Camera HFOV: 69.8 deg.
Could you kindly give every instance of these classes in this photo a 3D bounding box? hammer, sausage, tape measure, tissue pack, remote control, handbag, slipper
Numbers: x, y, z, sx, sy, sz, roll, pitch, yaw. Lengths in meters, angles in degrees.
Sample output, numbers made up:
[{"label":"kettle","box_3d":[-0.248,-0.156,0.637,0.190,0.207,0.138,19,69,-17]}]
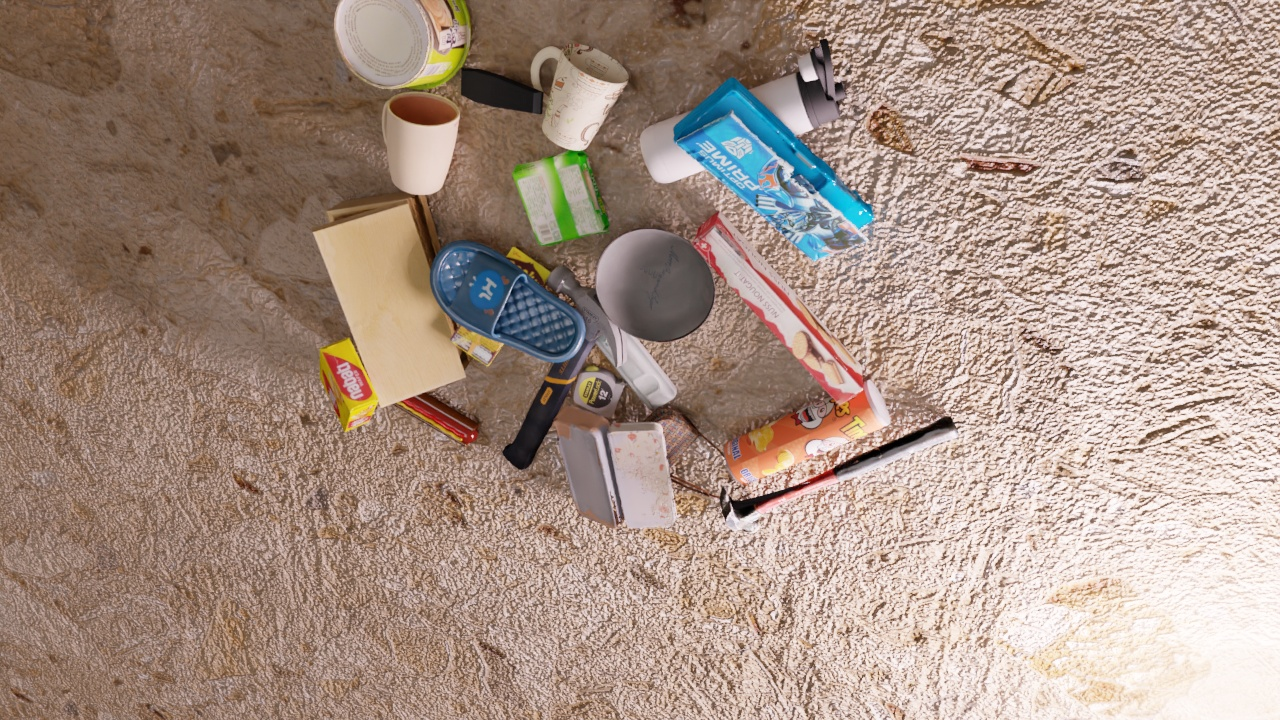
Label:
[{"label":"hammer","box_3d":[0.253,0.147,1.199,0.327,0.036,0.140,-26,150,17]},{"label":"hammer","box_3d":[-0.119,0.031,1.247,0.139,0.035,0.313,39,124,12]},{"label":"sausage","box_3d":[-0.303,0.072,1.320,0.155,0.040,0.040,31,119,-3]},{"label":"tape measure","box_3d":[-0.056,0.041,1.256,0.065,0.016,0.064,22,119,2]},{"label":"tissue pack","box_3d":[-0.096,-0.199,1.134,0.100,0.034,0.114,-9,114,21]},{"label":"remote control","box_3d":[-0.166,-0.316,1.080,0.125,0.010,0.039,22,122,27]},{"label":"remote control","box_3d":[-0.007,0.007,1.224,0.050,0.022,0.133,-32,105,25]},{"label":"handbag","box_3d":[0.081,0.141,1.272,0.195,0.043,0.094,33,116,-14]},{"label":"slipper","box_3d":[-0.169,-0.068,1.146,0.213,0.059,0.104,32,95,-2]}]

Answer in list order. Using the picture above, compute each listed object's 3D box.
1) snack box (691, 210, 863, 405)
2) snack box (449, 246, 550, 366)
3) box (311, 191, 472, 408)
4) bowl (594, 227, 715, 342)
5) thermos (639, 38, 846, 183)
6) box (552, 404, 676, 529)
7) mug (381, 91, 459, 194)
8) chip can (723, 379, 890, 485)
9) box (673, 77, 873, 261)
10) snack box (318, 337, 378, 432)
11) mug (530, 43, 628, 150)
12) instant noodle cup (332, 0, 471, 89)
[{"label":"snack box","box_3d":[0.171,-0.064,1.115,0.044,0.076,0.273,-39,102,24]},{"label":"snack box","box_3d":[-0.181,-0.070,1.190,0.061,0.025,0.149,34,92,-5]},{"label":"box","box_3d":[-0.319,-0.084,1.205,0.141,0.148,0.249,-11,115,6]},{"label":"bowl","box_3d":[0.021,-0.101,1.141,0.151,0.056,0.151,4,116,9]},{"label":"thermos","box_3d":[0.109,-0.273,1.017,0.230,0.068,0.101,-16,148,20]},{"label":"box","box_3d":[-0.032,0.153,1.252,0.157,0.063,0.217,2,135,11]},{"label":"mug","box_3d":[-0.279,-0.270,1.124,0.111,0.085,0.105,39,135,24]},{"label":"chip can","box_3d":[0.213,0.096,1.192,0.211,0.062,0.062,-27,107,24]},{"label":"box","box_3d":[0.150,-0.194,1.007,0.243,0.066,0.091,33,128,-31]},{"label":"snack box","box_3d":[-0.398,0.036,1.243,0.092,0.042,0.201,64,158,2]},{"label":"mug","box_3d":[-0.084,-0.312,1.061,0.122,0.080,0.097,42,128,15]},{"label":"instant noodle cup","box_3d":[-0.277,-0.379,1.050,0.146,0.097,0.146,6,118,11]}]
